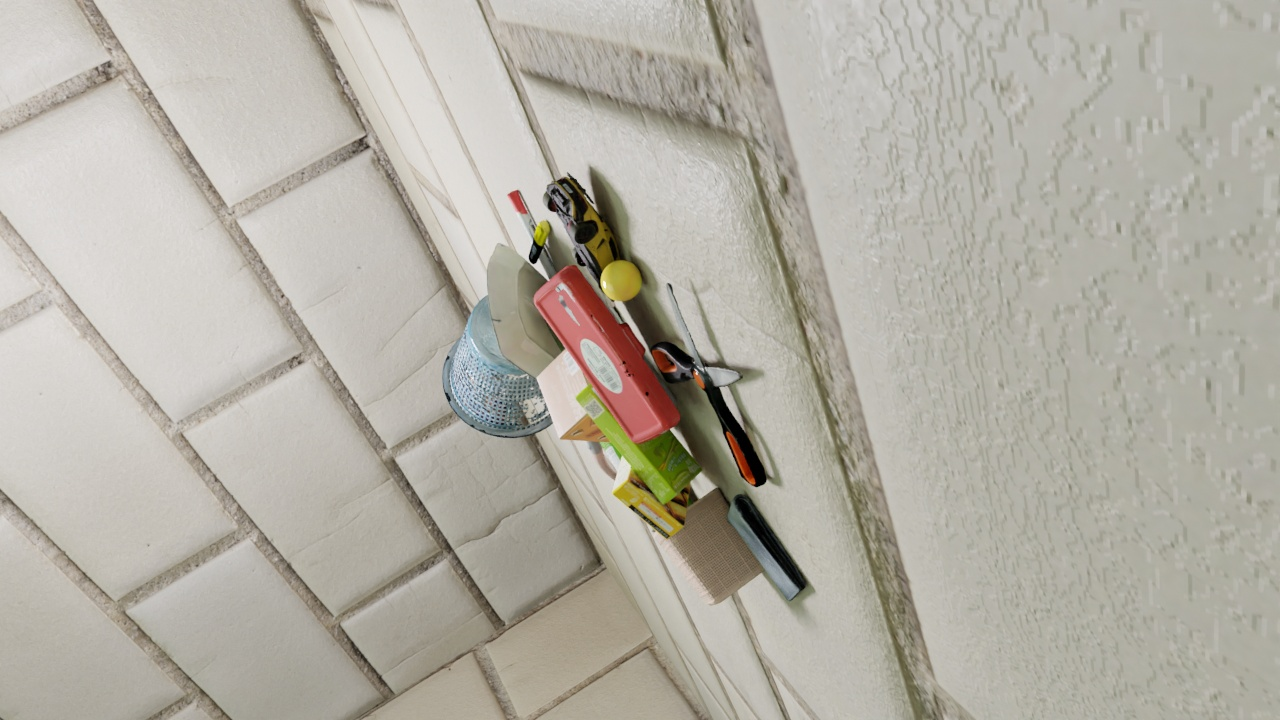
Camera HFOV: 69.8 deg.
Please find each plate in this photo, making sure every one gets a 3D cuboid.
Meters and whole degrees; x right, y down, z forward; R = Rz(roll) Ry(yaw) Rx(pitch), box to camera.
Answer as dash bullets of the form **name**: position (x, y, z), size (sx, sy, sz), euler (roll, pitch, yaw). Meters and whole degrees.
- **plate**: position (-0.146, -0.061, 1.273), size (0.266, 0.034, 0.162), euler (48, -143, -69)

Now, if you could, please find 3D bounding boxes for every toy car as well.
- **toy car**: position (-0.052, -0.122, 0.920), size (0.071, 0.041, 0.156), euler (51, 172, 35)

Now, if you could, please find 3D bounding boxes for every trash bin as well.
- **trash bin**: position (-0.210, -0.010, 1.514), size (0.226, 0.226, 0.195), euler (56, 156, 16)

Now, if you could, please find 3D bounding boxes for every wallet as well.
- **wallet**: position (0.136, 0.207, 1.008), size (0.121, 0.019, 0.097), euler (54, 169, 18)

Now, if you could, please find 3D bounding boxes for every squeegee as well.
- **squeegee**: position (-0.065, 0.148, 1.523), size (0.250, 0.040, 0.247), euler (59, 174, -37)

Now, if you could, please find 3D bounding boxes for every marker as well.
- **marker**: position (-0.138, -0.155, 1.227), size (0.018, 0.015, 0.124), euler (54, 159, 5)
- **marker**: position (-0.145, -0.167, 1.269), size (0.145, 0.017, 0.017), euler (65, 168, -23)

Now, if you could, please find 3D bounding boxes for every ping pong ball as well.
- **ping pong ball**: position (-0.019, -0.078, 0.896), size (0.040, 0.040, 0.040), euler (56, 168, 18)

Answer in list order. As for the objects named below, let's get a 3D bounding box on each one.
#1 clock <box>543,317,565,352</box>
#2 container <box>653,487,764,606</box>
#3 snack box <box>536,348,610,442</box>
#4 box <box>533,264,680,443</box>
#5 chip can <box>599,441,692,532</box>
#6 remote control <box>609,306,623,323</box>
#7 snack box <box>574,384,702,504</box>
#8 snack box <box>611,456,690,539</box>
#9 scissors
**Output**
- **clock**: position (-0.080, -0.044, 1.201), size (0.116, 0.056, 0.161), euler (56, 168, 14)
- **container**: position (0.085, 0.228, 1.103), size (0.111, 0.089, 0.090), euler (54, 168, 13)
- **snack box**: position (-0.058, 0.042, 1.129), size (0.094, 0.077, 0.092), euler (8, -130, -46)
- **box**: position (-0.022, -0.016, 0.988), size (0.201, 0.100, 0.103), euler (54, 139, -3)
- **chip can**: position (-0.014, 0.125, 1.296), size (0.236, 0.072, 0.072), euler (57, 168, 12)
- **remote control**: position (-0.007, 0.006, 1.100), size (0.150, 0.021, 0.058), euler (59, 168, 7)
- **snack box**: position (0.000, 0.084, 1.046), size (0.156, 0.026, 0.085), euler (50, -152, 6)
- **snack box**: position (0.017, 0.136, 1.073), size (0.087, 0.034, 0.140), euler (42, -157, -12)
- **scissors**: position (0.061, 0.021, 0.851), size (0.234, 0.021, 0.221), euler (63, 167, -23)
